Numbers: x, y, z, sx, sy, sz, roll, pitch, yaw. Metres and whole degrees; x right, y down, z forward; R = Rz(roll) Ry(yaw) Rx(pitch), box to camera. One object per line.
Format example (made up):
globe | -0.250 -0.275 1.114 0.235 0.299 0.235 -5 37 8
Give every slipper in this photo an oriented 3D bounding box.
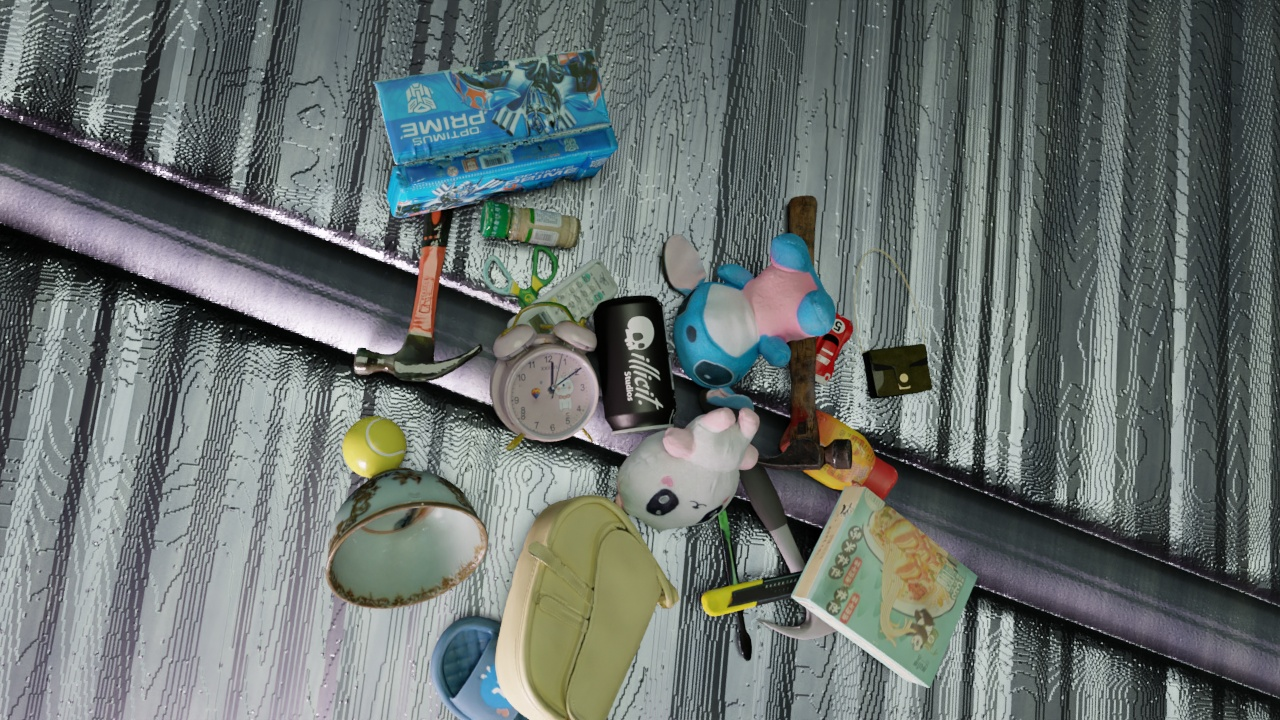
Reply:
slipper | -0.128 0.358 0.965 0.213 0.059 0.103 37 81 -4

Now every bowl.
bowl | -0.246 0.168 0.941 0.159 0.160 0.094 -20 46 -11

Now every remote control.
remote control | -0.087 -0.060 1.031 0.133 0.022 0.050 -38 111 -15

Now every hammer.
hammer | 0.144 0.171 1.047 0.125 0.029 0.311 -25 87 -12
hammer | 0.177 -0.037 1.050 0.120 0.033 0.329 -3 71 16
hammer | -0.229 -0.141 1.026 0.133 0.033 0.333 7 81 -6

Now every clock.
clock | -0.101 0.014 0.989 0.116 0.059 0.158 -4 101 -19

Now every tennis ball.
tennis ball | -0.281 0.091 0.970 0.065 0.065 0.065 1 83 -9

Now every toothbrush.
toothbrush | 0.104 0.244 1.041 0.014 0.017 0.188 -7 81 -14

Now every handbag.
handbag | 0.298 -0.047 1.099 0.084 0.027 0.178 -7 82 -10
handbag | -0.058 0.263 0.941 0.191 0.089 0.232 35 58 -12

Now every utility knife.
utility knife | 0.152 0.250 1.012 0.174 0.020 0.028 -10 83 -13

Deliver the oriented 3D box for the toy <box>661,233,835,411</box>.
toy | 0.114 -0.059 1.016 0.192 0.099 0.223 -30 62 23

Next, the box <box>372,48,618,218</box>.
box | -0.157 -0.244 0.985 0.243 0.114 0.113 -17 86 -21

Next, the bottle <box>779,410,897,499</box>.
bottle | 0.230 0.112 1.056 0.134 0.048 0.071 32 80 -4

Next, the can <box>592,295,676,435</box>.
can | -0.006 0.006 1.016 0.080 0.080 0.146 -6 84 -10

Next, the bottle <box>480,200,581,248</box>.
bottle | -0.123 -0.152 1.029 0.110 0.043 0.042 6 82 -20

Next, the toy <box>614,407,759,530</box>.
toy | 0.057 0.110 0.979 0.138 0.180 0.101 17 42 -31

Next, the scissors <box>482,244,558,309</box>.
scissors | -0.136 -0.070 1.039 0.112 0.012 0.131 8 83 -12

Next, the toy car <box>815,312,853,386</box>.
toy car | 0.219 -0.015 1.082 0.038 0.025 0.089 29 80 -5

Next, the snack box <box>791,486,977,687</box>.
snack box | 0.274 0.251 1.021 0.193 0.044 0.141 38 70 -18
